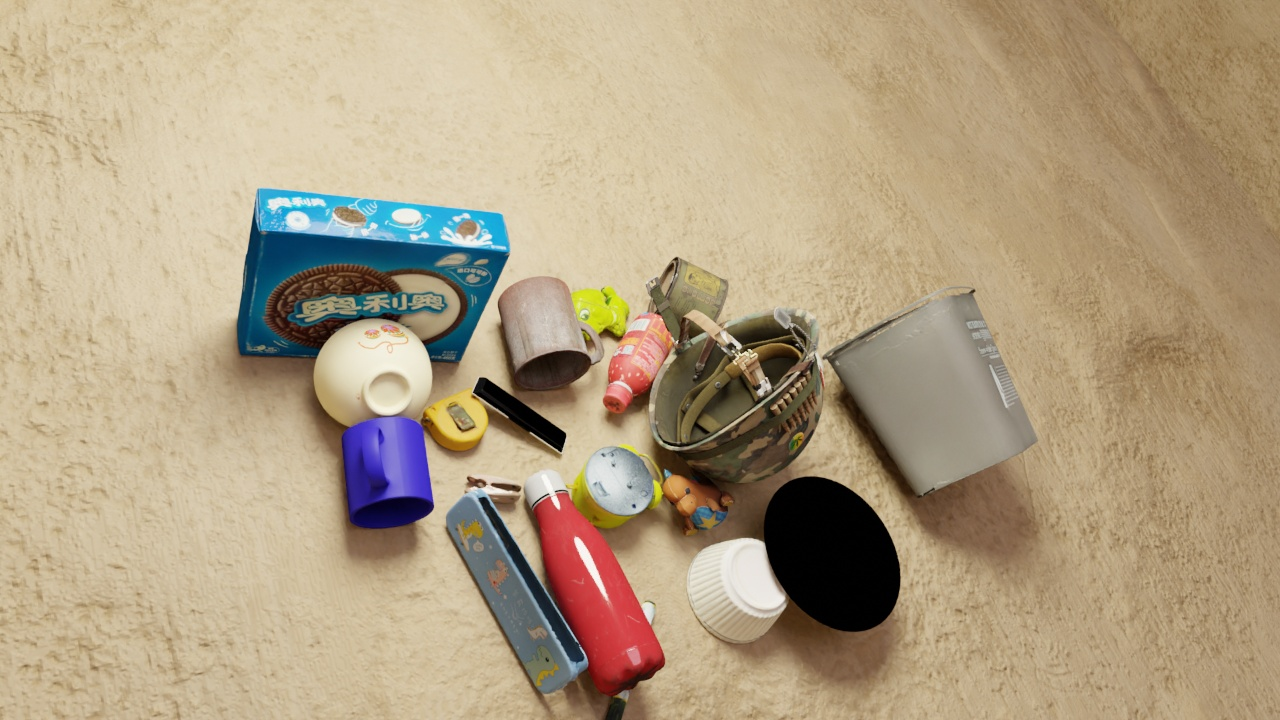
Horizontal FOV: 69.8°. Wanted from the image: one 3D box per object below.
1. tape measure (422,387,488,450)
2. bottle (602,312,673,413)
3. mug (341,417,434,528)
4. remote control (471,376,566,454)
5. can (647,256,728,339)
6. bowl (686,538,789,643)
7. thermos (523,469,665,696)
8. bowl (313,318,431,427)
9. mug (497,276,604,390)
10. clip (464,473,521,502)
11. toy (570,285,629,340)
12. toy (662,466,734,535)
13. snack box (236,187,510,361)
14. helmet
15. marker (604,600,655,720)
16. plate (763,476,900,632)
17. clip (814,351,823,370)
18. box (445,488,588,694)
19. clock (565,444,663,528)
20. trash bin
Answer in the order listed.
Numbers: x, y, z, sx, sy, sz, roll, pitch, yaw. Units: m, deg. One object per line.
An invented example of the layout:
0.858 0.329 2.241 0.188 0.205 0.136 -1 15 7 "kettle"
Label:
-0.196 0.067 0.987 0.068 0.030 0.059 -25 72 -38 "tape measure"
-0.007 0.006 1.113 0.062 0.062 0.137 34 49 -5 "bottle"
-0.247 0.103 0.881 0.079 0.111 0.083 -12 63 -7 "mug"
-0.131 0.060 1.020 0.124 0.012 0.028 37 35 -18 "remote control"
0.059 -0.079 1.188 0.074 0.090 0.089 25 50 -12 "can"
0.116 0.248 1.016 0.115 0.063 0.115 15 53 -21 "bowl"
-0.058 0.216 0.934 0.073 0.073 0.239 -10 56 -34 "thermos"
-0.258 0.023 0.911 0.117 0.074 0.118 -7 106 -26 "bowl"
-0.099 -0.031 1.069 0.122 0.097 0.110 3 62 -37 "mug"
-0.156 0.138 0.965 0.061 0.026 0.049 41 50 3 "clip"
-0.053 -0.059 1.149 0.093 0.036 0.094 25 51 -23 "toy"
0.056 0.146 1.052 0.090 0.071 0.103 35 22 -36 "toy"
-0.272 -0.077 0.930 0.238 0.196 0.056 2 55 -28 "snack box"
0.108 0.020 1.044 0.236 0.193 0.224 39 88 -32 "helmet"
-0.010 0.311 0.933 0.017 0.017 0.146 29 50 -9 "marker"
0.227 0.207 1.030 0.184 0.036 0.184 15 53 -20 "plate"
0.168 0.013 1.220 0.150 0.089 0.125 -2 62 -43 "clip"
-0.127 0.225 0.895 0.052 0.067 0.209 -26 74 -31 "box"
-0.022 0.137 1.018 0.118 0.057 0.083 -22 71 -37 "clock"
0.394 0.045 1.217 0.197 0.198 0.220 -5 67 -57 "trash bin"
